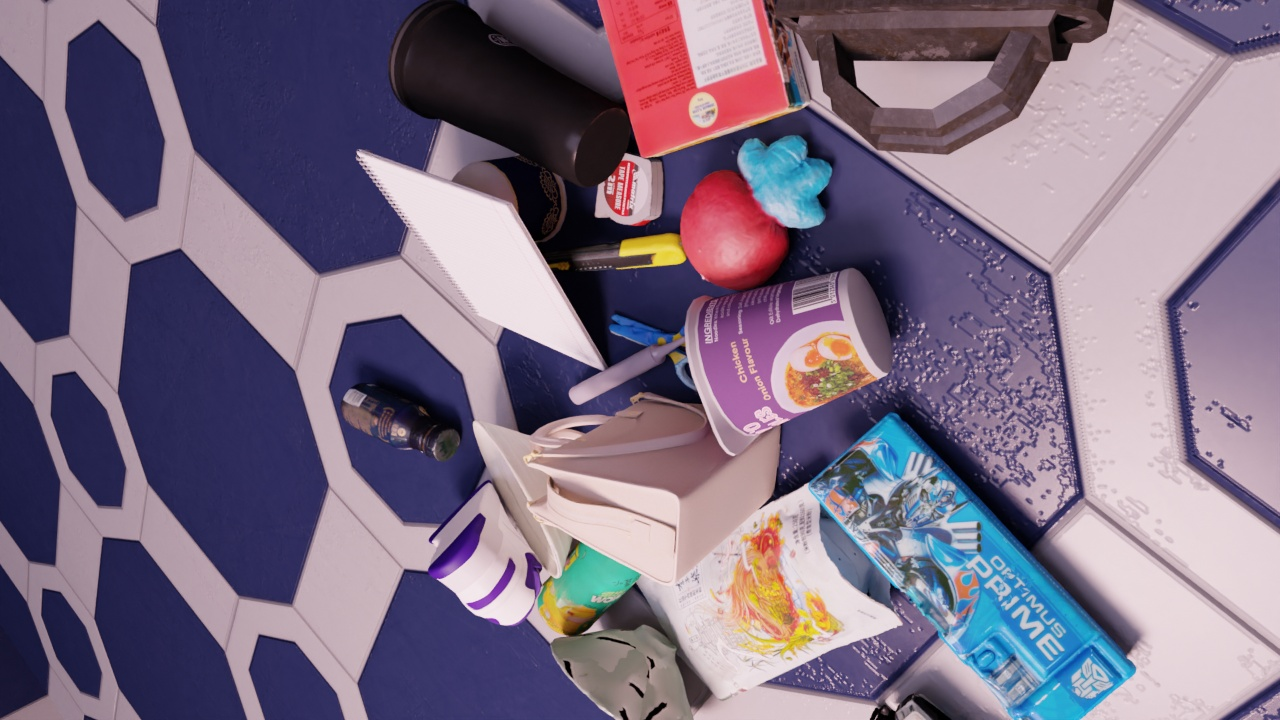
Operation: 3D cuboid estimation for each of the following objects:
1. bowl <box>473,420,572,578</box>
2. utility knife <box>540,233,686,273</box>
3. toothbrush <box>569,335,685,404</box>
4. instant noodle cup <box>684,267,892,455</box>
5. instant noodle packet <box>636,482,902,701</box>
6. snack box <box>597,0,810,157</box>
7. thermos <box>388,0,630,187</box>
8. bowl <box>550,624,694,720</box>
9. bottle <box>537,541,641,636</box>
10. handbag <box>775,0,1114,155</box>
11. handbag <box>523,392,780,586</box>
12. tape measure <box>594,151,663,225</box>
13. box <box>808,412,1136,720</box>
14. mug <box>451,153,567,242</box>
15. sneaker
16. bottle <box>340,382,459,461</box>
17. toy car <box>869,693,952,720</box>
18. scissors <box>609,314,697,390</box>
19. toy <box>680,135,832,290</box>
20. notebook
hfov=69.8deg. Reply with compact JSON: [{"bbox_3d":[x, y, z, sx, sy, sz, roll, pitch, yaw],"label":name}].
[{"bbox_3d":[-0.101,0.126,0.918,0.176,0.057,0.177,52,159,29],"label":"bowl"},{"bbox_3d":[-0.047,-0.090,0.816,0.188,0.020,0.029,-3,148,24],"label":"utility knife"},{"bbox_3d":[-0.005,0.005,0.837,0.188,0.018,0.019,-28,101,46],"label":"toothbrush"},{"bbox_3d":[0.117,-0.005,0.692,0.122,0.122,0.136,-20,49,29],"label":"instant noodle cup"},{"bbox_3d":[0.101,0.218,0.825,0.147,0.057,0.270,57,135,10],"label":"instant noodle packet"},{"bbox_3d":[0.045,-0.246,0.709,0.143,0.040,0.145,-9,100,39],"label":"snack box"},{"bbox_3d":[-0.113,-0.227,0.793,0.219,0.105,0.106,33,123,25],"label":"thermos"},{"bbox_3d":[0.002,0.299,0.895,0.174,0.174,0.068,31,86,26],"label":"bowl"},{"bbox_3d":[-0.030,0.195,0.904,0.068,0.067,0.210,48,128,14],"label":"bottle"},{"bbox_3d":[0.188,-0.228,0.564,0.198,0.102,0.199,14,98,34],"label":"handbag"},{"bbox_3d":[-0.010,0.086,0.767,0.198,0.194,0.101,14,113,30],"label":"handbag"},{"bbox_3d":[-0.009,-0.149,0.796,0.062,0.020,0.060,19,110,33],"label":"tape measure"},{"bbox_3d":[0.243,0.160,0.700,0.092,0.085,0.243,-41,76,1],"label":"box"},{"bbox_3d":[-0.128,-0.132,0.850,0.086,0.089,0.112,7,110,36],"label":"mug"},{"bbox_3d":[-0.149,0.201,0.943,0.092,0.244,0.111,-45,99,-4],"label":"sneaker"},{"bbox_3d":[-0.278,0.072,1.058,0.161,0.056,0.056,20,117,32],"label":"bottle"},{"bbox_3d":[0.272,0.344,0.728,0.192,0.094,0.071,44,102,19],"label":"toy car"},{"bbox_3d":[0.022,-0.022,0.825,0.131,0.022,0.070,29,123,31],"label":"scissors"},{"bbox_3d":[0.087,-0.116,0.714,0.092,0.062,0.133,43,111,-8],"label":"toy"},{"bbox_3d":[-0.135,-0.084,0.826,0.178,0.013,0.246,23,158,29],"label":"notebook"}]
